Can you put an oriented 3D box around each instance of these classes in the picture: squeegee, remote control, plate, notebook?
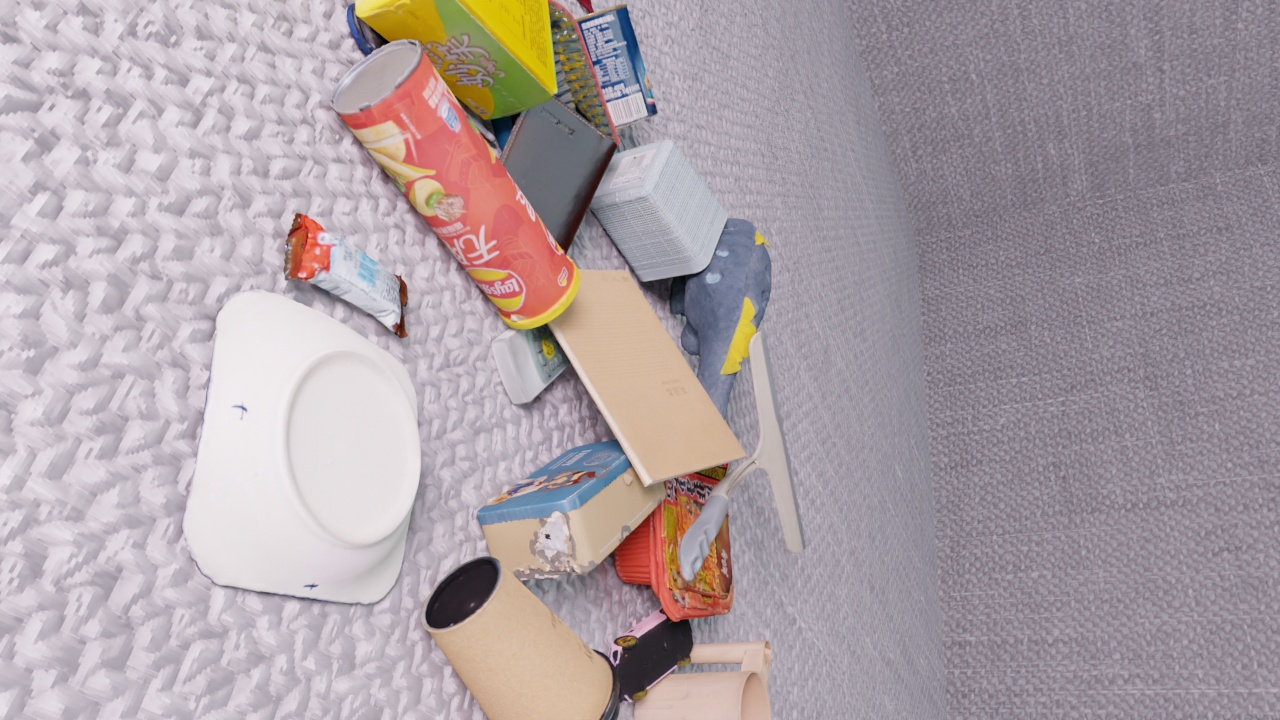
[{"bbox_3d":[0.079,0.130,0.842,0.245,0.039,0.246,-40,122,-55],"label":"squeegee"},{"bbox_3d":[-0.079,-0.014,0.764,0.134,0.019,0.056,-47,124,-61],"label":"remote control"},{"bbox_3d":[-0.172,0.050,0.519,0.163,0.034,0.164,36,48,-57],"label":"plate"},{"bbox_3d":[-0.005,0.005,0.778,0.149,0.012,0.211,-6,58,-54],"label":"notebook"}]

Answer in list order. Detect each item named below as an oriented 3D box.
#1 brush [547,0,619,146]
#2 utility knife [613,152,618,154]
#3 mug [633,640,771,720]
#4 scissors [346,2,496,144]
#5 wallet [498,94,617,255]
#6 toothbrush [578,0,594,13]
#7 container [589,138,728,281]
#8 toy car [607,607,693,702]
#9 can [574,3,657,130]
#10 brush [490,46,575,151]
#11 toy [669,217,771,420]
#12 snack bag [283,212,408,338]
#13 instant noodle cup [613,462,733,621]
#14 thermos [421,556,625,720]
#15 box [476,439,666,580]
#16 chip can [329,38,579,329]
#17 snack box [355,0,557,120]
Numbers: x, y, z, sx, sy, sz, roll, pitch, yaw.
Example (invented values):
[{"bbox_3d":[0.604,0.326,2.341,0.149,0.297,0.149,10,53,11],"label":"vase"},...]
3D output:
[{"bbox_3d":[-0.072,-0.255,0.835,0.069,0.063,0.146,-125,-165,-72],"label":"brush"},{"bbox_3d":[-0.008,-0.169,0.984,0.166,0.018,0.034,63,30,-31],"label":"utility knife"},{"bbox_3d":[0.062,0.313,0.845,0.084,0.104,0.124,65,28,-31],"label":"mug"},{"bbox_3d":[-0.158,-0.207,0.675,0.146,0.012,0.169,-51,127,-60],"label":"scissors"},{"bbox_3d":[-0.076,-0.148,0.746,0.096,0.020,0.122,31,78,-43],"label":"wallet"},{"bbox_3d":[-0.028,-0.340,1.010,0.187,0.016,0.017,53,26,-45],"label":"toothbrush"},{"bbox_3d":[0.016,-0.152,0.927,0.111,0.090,0.089,48,50,-37],"label":"container"},{"bbox_3d":[0.007,0.263,0.831,0.122,0.037,0.056,-15,92,-54],"label":"toy car"},{"bbox_3d":[-0.033,-0.283,0.903,0.075,0.075,0.111,-51,127,-59],"label":"can"},{"bbox_3d":[-0.091,-0.200,0.775,0.073,0.055,0.144,-38,118,-38],"label":"brush"},{"bbox_3d":[0.085,-0.082,0.991,0.355,0.091,0.138,-91,-158,-55],"label":"toy"},{"bbox_3d":[-0.174,-0.050,0.561,0.105,0.026,0.045,38,38,-57],"label":"snack bag"},{"bbox_3d":[0.031,0.151,0.872,0.164,0.079,0.188,28,55,-60],"label":"instant noodle cup"},{"bbox_3d":[-0.078,0.200,0.609,0.143,0.093,0.092,59,31,-25],"label":"thermos"},{"bbox_3d":[-0.044,0.108,0.713,0.183,0.090,0.059,-35,111,-66],"label":"box"},{"bbox_3d":[-0.122,-0.116,0.647,0.217,0.073,0.073,55,34,-42],"label":"chip can"},{"bbox_3d":[-0.135,-0.307,0.672,0.157,0.070,0.209,28,51,-63],"label":"snack box"}]
